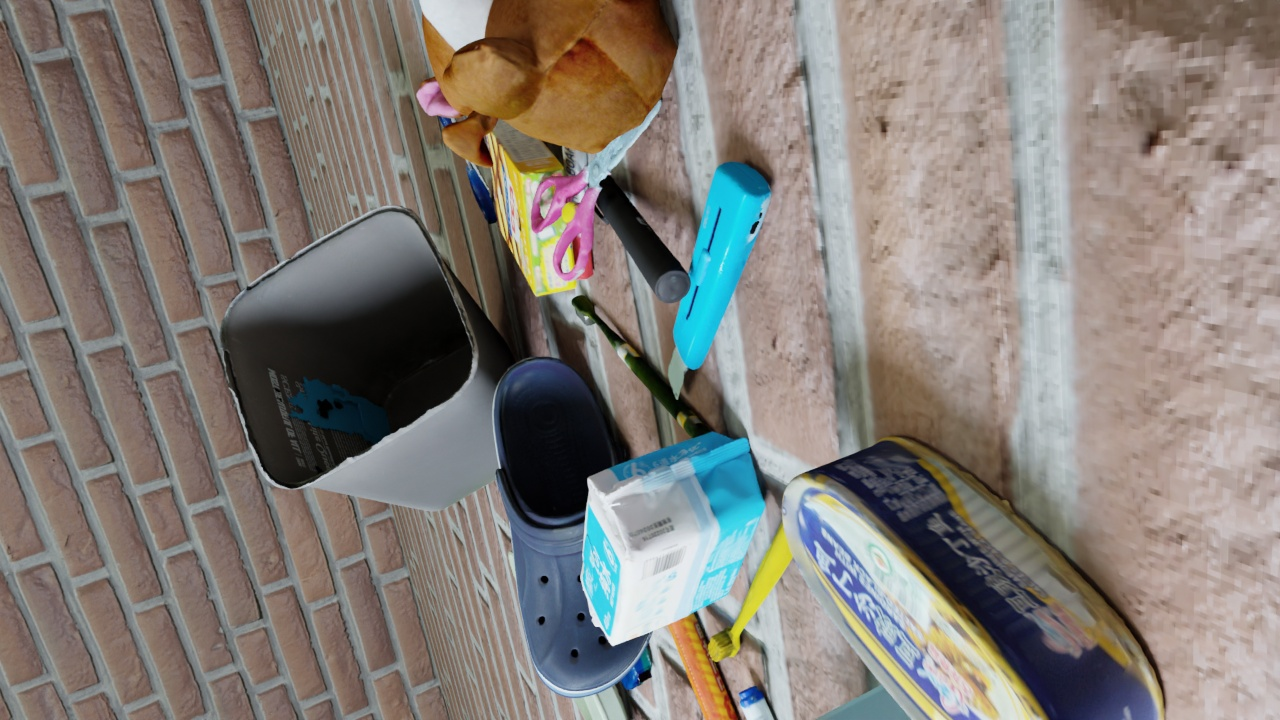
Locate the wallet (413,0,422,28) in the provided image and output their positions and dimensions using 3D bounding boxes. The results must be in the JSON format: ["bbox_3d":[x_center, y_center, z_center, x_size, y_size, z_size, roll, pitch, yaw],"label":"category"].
[{"bbox_3d":[-0.159,-0.282,0.737,0.107,0.037,0.129,153,99,-79],"label":"wallet"}]

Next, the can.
[{"bbox_3d":[0.114,0.090,0.341,0.148,0.049,0.075,49,149,44],"label":"can"}]

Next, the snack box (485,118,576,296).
[{"bbox_3d":[-0.079,-0.113,0.649,0.140,0.033,0.087,-127,28,-55],"label":"snack box"}]

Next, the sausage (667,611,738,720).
[{"bbox_3d":[0.048,0.228,0.638,0.165,0.021,0.021,67,158,13],"label":"sausage"}]

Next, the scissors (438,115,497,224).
[{"bbox_3d":[-0.146,-0.174,0.761,0.162,0.012,0.176,61,172,27],"label":"scissors"}]

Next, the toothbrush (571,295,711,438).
[{"bbox_3d":[-0.004,0.004,0.608,0.186,0.012,0.017,47,153,47],"label":"toothbrush"}]

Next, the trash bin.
[{"bbox_3d":[-0.207,0.021,0.804,0.199,0.199,0.220,62,-177,26],"label":"trash bin"}]

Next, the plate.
[{"bbox_3d":[-0.071,0.290,0.923,0.230,0.027,0.231,53,160,28],"label":"plate"}]

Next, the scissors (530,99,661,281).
[{"bbox_3d":[-0.030,-0.115,0.531,0.076,0.017,0.138,56,131,33],"label":"scissors"}]

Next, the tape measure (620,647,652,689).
[{"bbox_3d":[-0.010,0.250,0.788,0.058,0.025,0.055,59,153,21],"label":"tape measure"}]

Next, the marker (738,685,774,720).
[{"bbox_3d":[0.096,0.272,0.562,0.145,0.016,0.017,65,157,17],"label":"marker"}]

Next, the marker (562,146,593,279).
[{"bbox_3d":[-0.042,-0.120,0.602,0.017,0.017,0.145,47,147,47],"label":"marker"}]

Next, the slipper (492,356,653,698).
[{"bbox_3d":[-0.047,0.110,0.668,0.095,0.105,0.252,106,152,-69],"label":"slipper"}]

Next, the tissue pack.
[{"bbox_3d":[0.014,0.102,0.536,0.063,0.089,0.140,57,154,33],"label":"tissue pack"}]

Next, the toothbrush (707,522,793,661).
[{"bbox_3d":[0.065,0.135,0.534,0.015,0.016,0.191,59,154,30],"label":"toothbrush"}]

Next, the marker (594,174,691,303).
[{"bbox_3d":[-0.005,-0.071,0.516,0.020,0.022,0.132,44,-171,-38],"label":"marker"}]

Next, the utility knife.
[{"bbox_3d":[0.034,-0.033,0.485,0.034,0.018,0.186,61,157,27],"label":"utility knife"}]

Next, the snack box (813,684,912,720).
[{"bbox_3d":[0.110,0.236,0.425,0.051,0.074,0.175,38,140,56],"label":"snack box"}]

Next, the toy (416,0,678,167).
[{"bbox_3d":[-0.069,-0.178,0.490,0.130,0.140,0.199,41,-178,-28],"label":"toy"}]
